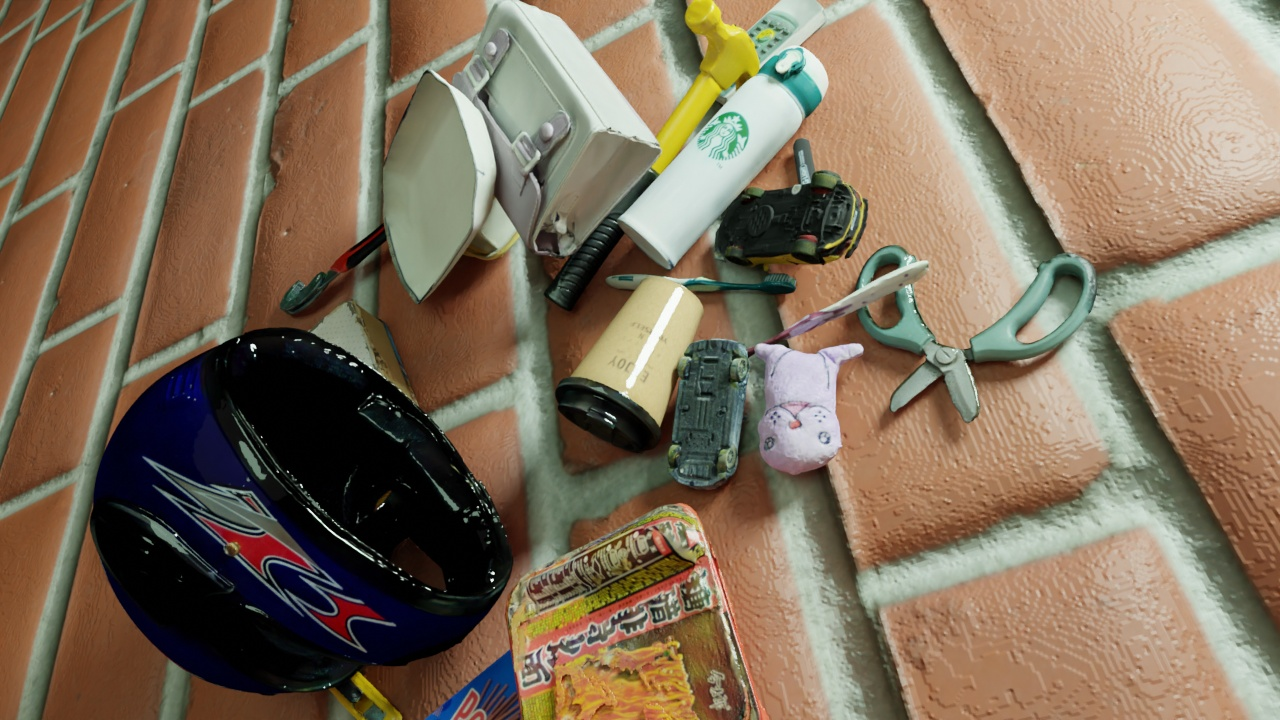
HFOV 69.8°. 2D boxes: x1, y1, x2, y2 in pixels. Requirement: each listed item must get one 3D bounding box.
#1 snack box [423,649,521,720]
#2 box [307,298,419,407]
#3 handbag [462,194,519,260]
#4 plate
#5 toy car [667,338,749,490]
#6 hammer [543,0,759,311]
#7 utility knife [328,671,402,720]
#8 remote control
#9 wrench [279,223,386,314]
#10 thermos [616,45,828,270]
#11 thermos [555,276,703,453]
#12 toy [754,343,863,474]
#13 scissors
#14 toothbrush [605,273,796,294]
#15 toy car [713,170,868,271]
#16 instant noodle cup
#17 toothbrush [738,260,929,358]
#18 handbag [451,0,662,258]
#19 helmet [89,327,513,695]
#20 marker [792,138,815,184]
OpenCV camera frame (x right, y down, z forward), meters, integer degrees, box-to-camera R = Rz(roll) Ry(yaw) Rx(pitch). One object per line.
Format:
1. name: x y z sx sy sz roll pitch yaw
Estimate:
1. snack box: -0.122 0.289 0.671 0.157 0.026 0.084 -40 55 4
2. box: -0.291 0.016 0.933 0.090 0.061 0.184 -36 47 6
3. handbag: -0.162 -0.189 0.992 0.179 0.063 0.163 17 70 53
4. plate: -0.195 -0.159 0.880 0.266 0.034 0.162 -36 69 56
5. toy car: 0.055 0.041 0.718 0.054 0.036 0.120 2 74 29
6. hammer: 0.008 -0.175 0.849 0.301 0.128 0.033 -54 49 6
7. utility knife: -0.233 0.275 0.760 0.203 0.015 0.033 23 77 38
8. remote control: 0.120 -0.310 0.912 0.135 0.019 0.056 -42 48 2
9. wrench: -0.316 -0.128 1.043 0.274 0.016 0.056 -31 40 20
10. thermos: 0.077 -0.186 0.823 0.224 0.073 0.073 -48 49 -2
11. thermos: -0.004 0.004 0.748 0.093 0.093 0.143 11 60 36
12. toy: 0.121 0.035 0.680 0.084 0.039 0.107 -3 59 23
13. scissors: 0.242 -0.038 0.666 0.178 0.019 0.170 -24 50 16
14. toothbrush: 0.049 -0.070 0.807 0.192 0.016 0.018 5 54 33
15. toy car: 0.120 -0.112 0.757 0.156 0.041 0.071 5 75 56
16. instant noodle cup: 0.000 0.210 0.617 0.165 0.079 0.188 -28 49 14
17. toothbrush: 0.137 -0.035 0.717 0.188 0.016 0.017 -27 40 25
18. handbag: -0.092 -0.208 0.825 0.145 0.098 0.197 -54 54 32
19. helmet: -0.279 0.143 0.732 0.315 0.246 0.241 45 110 12
20. marker: 0.146 -0.148 0.796 0.018 0.015 0.123 -18 54 23
